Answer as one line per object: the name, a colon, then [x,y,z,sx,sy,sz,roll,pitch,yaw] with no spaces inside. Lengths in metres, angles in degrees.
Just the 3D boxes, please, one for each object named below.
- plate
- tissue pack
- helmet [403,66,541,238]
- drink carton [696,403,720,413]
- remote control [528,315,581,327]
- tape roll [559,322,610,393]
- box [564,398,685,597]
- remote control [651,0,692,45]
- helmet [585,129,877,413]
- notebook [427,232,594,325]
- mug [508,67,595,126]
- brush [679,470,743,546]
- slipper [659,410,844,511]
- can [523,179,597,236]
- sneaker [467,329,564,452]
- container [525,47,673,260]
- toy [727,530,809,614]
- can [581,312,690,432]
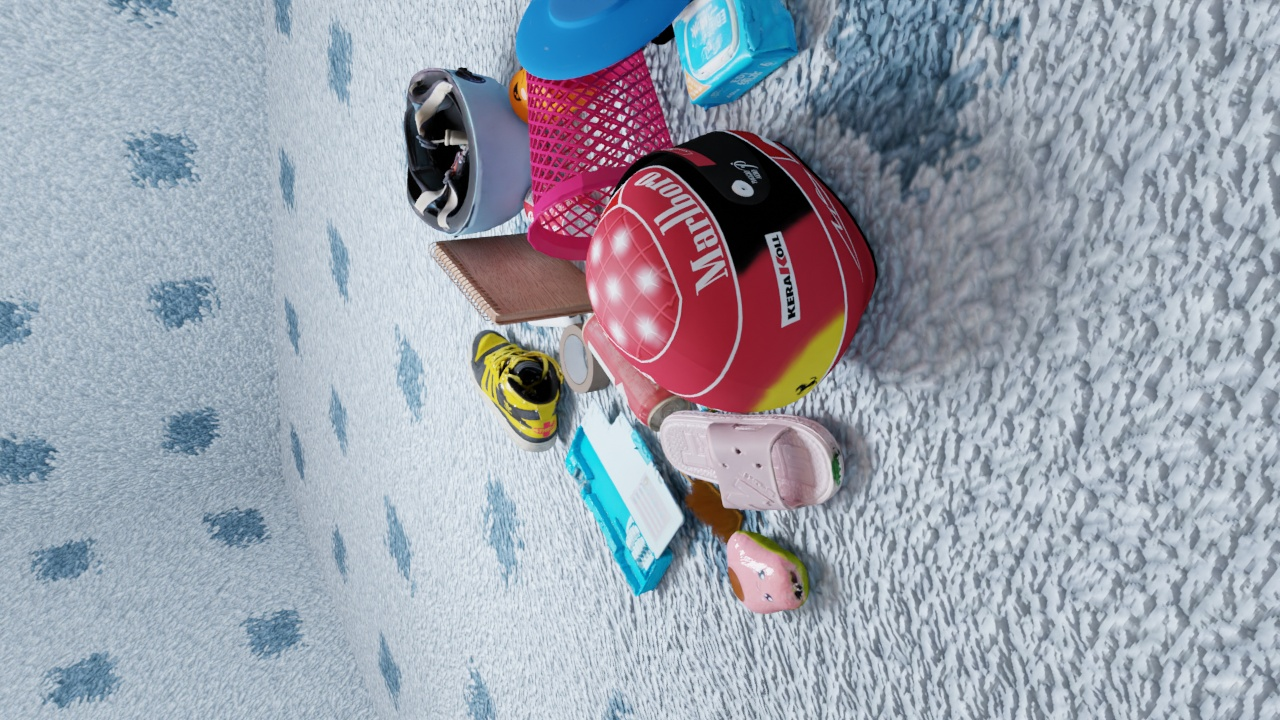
plate: [-0.036,-0.373,0.917,0.224,0.224,0.024,45,179,44]
tissue pack: [0.085,-0.303,0.851,0.145,0.061,0.093,-19,82,59]
helmet: [-0.223,-0.286,1.254,0.265,0.166,0.226,42,133,53]
drink carton: [0.095,0.008,0.946,0.038,0.044,0.129,63,147,25]
remote control: [-0.131,-0.077,1.294,0.139,0.025,0.060,6,121,57]
tape roll: [-0.074,-0.004,1.229,0.094,0.030,0.094,24,119,54]
box: [-0.021,0.164,1.186,0.226,0.039,0.182,58,142,31]
remote control: [0.059,-0.358,0.909,0.152,0.020,0.041,-18,42,59]
helmet: [0.062,-0.081,0.795,0.270,0.224,0.198,60,140,27]
notebook: [-0.165,-0.112,1.211,0.210,0.168,0.022,45,134,44]
mug: [-0.105,-0.357,1.146,0.096,0.077,0.112,-4,64,59]
brush: [0.071,0.160,1.054,0.126,0.017,0.048,43,133,45]
slipper: [0.095,0.103,0.918,0.240,0.064,0.094,4,117,50]
can: [-0.103,-0.192,1.188,0.105,0.064,0.064,37,129,48]
sneaker: [-0.190,0.014,1.367,0.238,0.085,0.122,54,147,29]
container: [-0.047,-0.249,0.993,0.184,0.183,0.225,-35,62,57]
toy: [0.131,0.218,0.941,0.110,0.051,0.090,-13,89,58]
can: [-0.006,0.006,1.087,0.170,0.067,0.067,54,140,36]
